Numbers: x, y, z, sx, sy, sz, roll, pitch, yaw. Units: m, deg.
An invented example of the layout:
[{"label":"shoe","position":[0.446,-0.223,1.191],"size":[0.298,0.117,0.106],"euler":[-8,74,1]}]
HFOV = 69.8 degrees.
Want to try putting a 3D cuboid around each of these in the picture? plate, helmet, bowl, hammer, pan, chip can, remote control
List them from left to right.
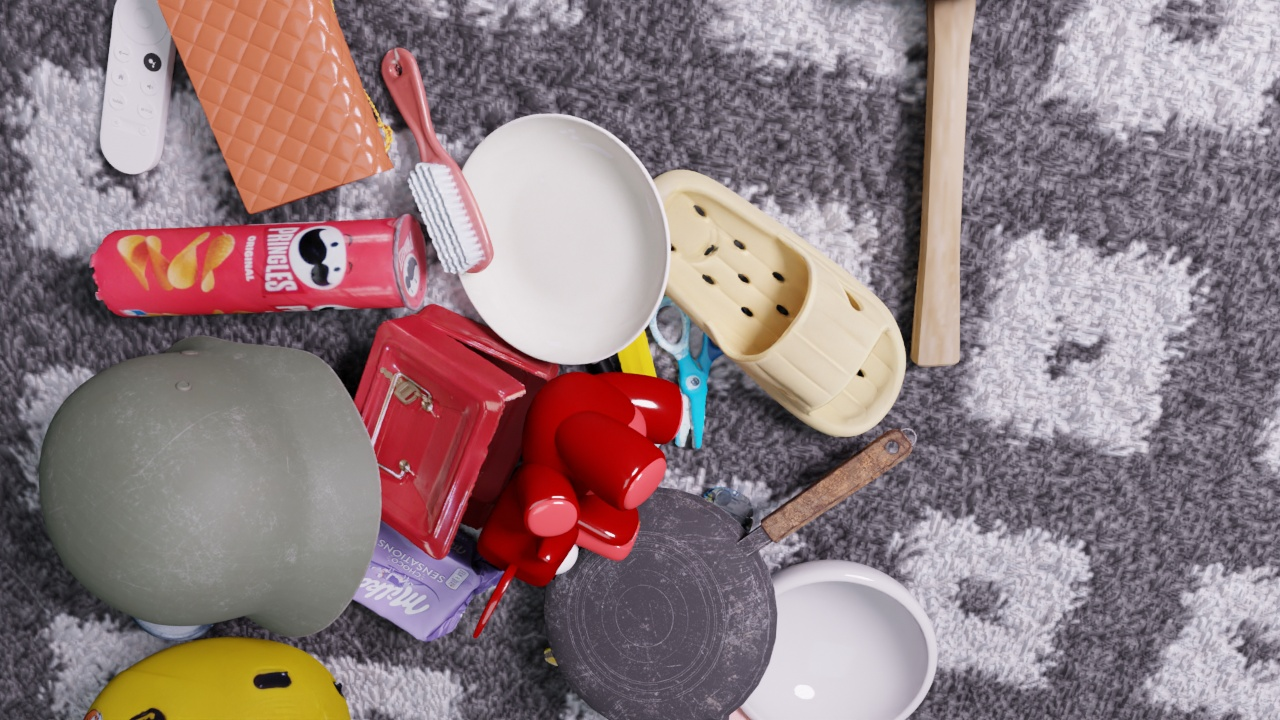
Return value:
[{"label":"remote control","position":[-0.373,-0.206,0.682],"size":[0.043,0.013,0.137],"euler":[17,110,-4]},{"label":"helmet","position":[-0.342,0.090,0.675],"size":[0.268,0.153,0.227],"euler":[39,107,27]},{"label":"helmet","position":[-0.364,0.307,0.789],"size":[0.240,0.139,0.209],"euler":[-33,146,9]},{"label":"chip can","position":[-0.286,-0.070,0.696],"size":[0.233,0.073,0.073],"euler":[-2,110,4]},{"label":"plate","position":[-0.056,-0.088,0.677],"size":[0.182,0.034,0.182],"euler":[8,110,24]},{"label":"pan","position":[0.068,0.160,0.734],"size":[0.357,0.040,0.207],"euler":[-38,75,13]},{"label":"bowl","position":[0.158,0.240,0.789],"size":[0.176,0.066,0.177],"euler":[1,110,2]},{"label":"hammer","position":[0.218,-0.149,0.660],"size":[0.117,0.051,0.323],"euler":[-3,112,4]}]

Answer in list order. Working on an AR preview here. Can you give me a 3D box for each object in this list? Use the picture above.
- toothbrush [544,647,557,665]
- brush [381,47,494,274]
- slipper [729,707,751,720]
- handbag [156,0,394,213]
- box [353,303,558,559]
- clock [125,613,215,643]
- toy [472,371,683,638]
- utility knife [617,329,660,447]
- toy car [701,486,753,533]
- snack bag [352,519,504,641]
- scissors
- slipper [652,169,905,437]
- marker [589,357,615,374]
[{"label":"toothbrush","position":[-0.022,0.282,0.839],"size":[0.135,0.016,0.021],"euler":[12,105,-1]},{"label":"brush","position":[-0.155,-0.143,0.669],"size":[0.041,0.030,0.172],"euler":[-17,98,29]},{"label":"slipper","position":[0.069,0.323,0.821],"size":[0.197,0.093,0.082],"euler":[43,131,-14]},{"label":"handbag","position":[-0.252,-0.205,0.651],"size":[0.109,0.060,0.172],"euler":[-14,106,13]},{"label":"box","position":[-0.154,0.048,0.729],"size":[0.136,0.122,0.158],"euler":[31,112,11]},{"label":"clock","position":[-0.395,0.189,0.806],"size":[0.090,0.052,0.129],"euler":[35,103,-9]},{"label":"toy","position":[-0.053,0.102,0.693],"size":[0.120,0.158,0.198],"euler":[30,114,-4]},{"label":"utility knife","position":[-0.004,0.004,0.739],"size":[0.030,0.017,0.155],"euler":[-10,108,11]},{"label":"toy car","position":[0.058,0.155,0.782],"size":[0.048,0.032,0.105],"euler":[25,95,-5]},{"label":"snack bag","position":[-0.223,0.155,0.782],"size":[0.205,0.058,0.096],"euler":[36,110,-12]},{"label":"scissors","position":[0.050,0.012,0.742],"size":[0.083,0.015,0.140],"euler":[-4,107,1]},{"label":"slipper","position":[0.102,-0.042,0.681],"size":[0.261,0.079,0.111],"euler":[39,94,-10]},{"label":"marker","position":[-0.047,-0.022,0.733],"size":[0.022,0.016,0.139],"euler":[-16,109,32]}]
